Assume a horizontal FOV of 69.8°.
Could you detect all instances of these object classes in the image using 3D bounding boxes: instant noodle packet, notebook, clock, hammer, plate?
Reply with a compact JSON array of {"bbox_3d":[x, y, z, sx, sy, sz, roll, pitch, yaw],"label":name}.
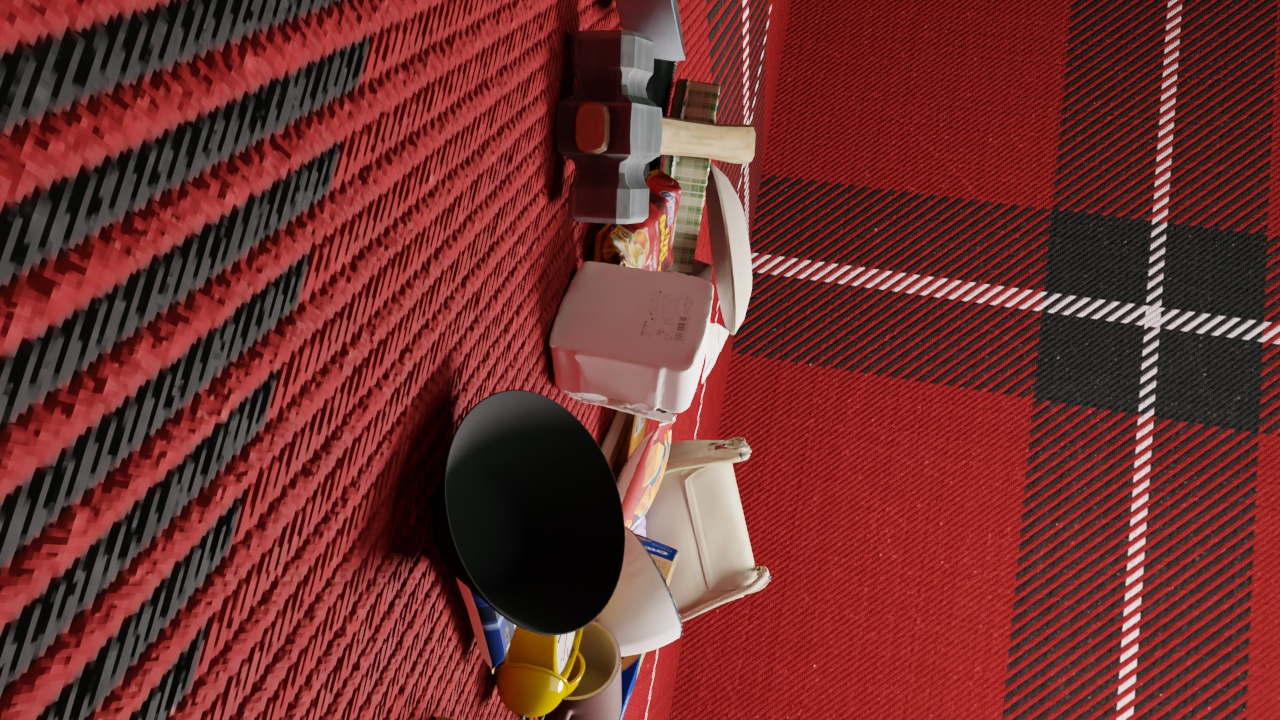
[{"bbox_3d":[-0.004,-0.089,0.767,0.135,0.040,0.099,-55,156,-45],"label":"instant noodle packet"},{"bbox_3d":[-0.087,0.120,0.552,0.134,0.026,0.086,89,10,-49],"label":"instant noodle packet"},{"bbox_3d":[0.002,-0.208,0.822,0.149,0.016,0.206,42,58,-78],"label":"notebook"},{"bbox_3d":[-0.067,0.192,0.669,0.113,0.052,0.152,50,46,-78],"label":"clock"},{"bbox_3d":[0.032,-0.173,0.711,0.322,0.051,0.117,-25,119,-65],"label":"hammer"},{"bbox_3d":[0.099,-0.122,1.001,0.188,0.027,0.188,40,42,-90],"label":"plate"},{"bbox_3d":[-0.021,0.112,0.997,0.248,0.014,0.179,-67,164,-57],"label":"notebook"}]

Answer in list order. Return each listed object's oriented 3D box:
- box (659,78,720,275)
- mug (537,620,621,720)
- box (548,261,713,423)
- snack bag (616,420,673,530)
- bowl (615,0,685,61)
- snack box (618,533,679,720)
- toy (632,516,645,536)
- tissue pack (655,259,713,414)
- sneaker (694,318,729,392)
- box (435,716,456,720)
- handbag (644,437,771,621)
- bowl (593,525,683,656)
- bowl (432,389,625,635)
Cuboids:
[{"bbox_3d":[0.042,-0.174,0.941,0.206,0.050,0.117,98,0,-57],"label":"box"},{"bbox_3d":[-0.055,0.278,0.750,0.105,0.073,0.083,-75,169,-46],"label":"mug"},{"bbox_3d":[-0.005,0.008,0.697,0.130,0.110,0.102,87,16,-50],"label":"box"},{"bbox_3d":[-0.001,0.127,0.942,0.130,0.039,0.144,11,101,-81],"label":"snack bag"},{"bbox_3d":[0.003,-0.262,0.646,0.106,0.039,0.106,-9,89,-82],"label":"bowl"},{"bbox_3d":[-0.020,0.286,0.936,0.057,0.056,0.207,-4,113,-81],"label":"snack box"},{"bbox_3d":[-0.013,0.211,1.068,0.099,0.036,0.080,-62,168,-63],"label":"toy"},{"bbox_3d":[0.037,-0.030,1.106,0.103,0.071,0.182,-48,146,-46],"label":"tissue pack"},{"bbox_3d":[0.020,-0.004,0.914,0.104,0.090,0.236,-69,165,1],"label":"sneaker"},{"bbox_3d":[-0.084,0.305,0.581,0.221,0.082,0.124,85,17,-60],"label":"box"},{"bbox_3d":[0.067,0.204,1.176,0.131,0.184,0.229,-67,147,-66],"label":"handbag"},{"bbox_3d":[-0.020,0.211,0.818,0.116,0.065,0.116,53,-22,31],"label":"bowl"},{"bbox_3d":[-0.068,0.082,0.473,0.124,0.053,0.123,30,48,-41],"label":"bowl"}]
